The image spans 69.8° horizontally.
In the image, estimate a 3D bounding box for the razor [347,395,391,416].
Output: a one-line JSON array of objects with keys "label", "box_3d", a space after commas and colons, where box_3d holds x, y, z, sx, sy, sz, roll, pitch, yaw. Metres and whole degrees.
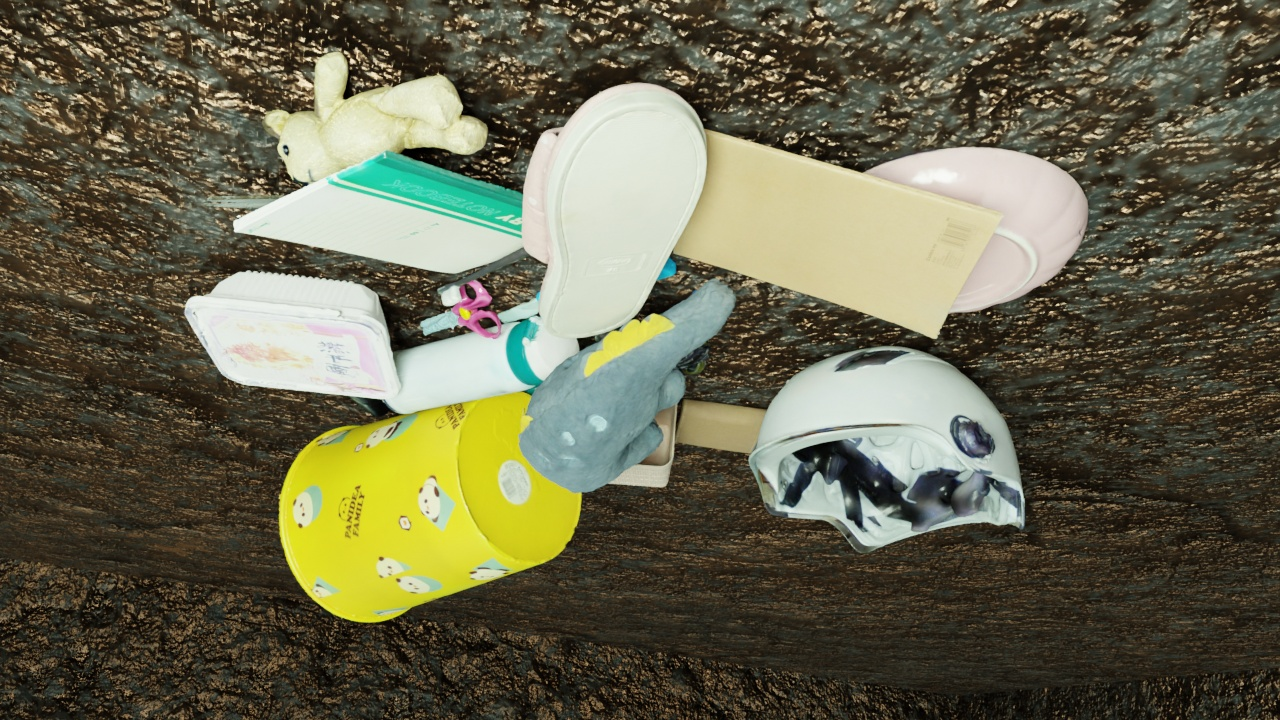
[{"label": "razor", "box_3d": [-0.302, 0.022, 0.988, 0.067, 0.062, 0.168, 34, 163, 11]}]

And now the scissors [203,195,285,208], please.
[{"label": "scissors", "box_3d": [-0.212, -0.108, 0.649, 0.173, 0.014, 0.142, -12, 175, -1]}]

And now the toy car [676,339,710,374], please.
[{"label": "toy car", "box_3d": [-0.005, 0.005, 0.877, 0.158, 0.042, 0.070, -17, 173, 35]}]

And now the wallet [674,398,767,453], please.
[{"label": "wallet", "box_3d": [0.099, 0.076, 1.034, 0.115, 0.033, 0.090, 7, 152, -1]}]

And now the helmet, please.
[{"label": "helmet", "box_3d": [0.227, 0.067, 0.856, 0.258, 0.145, 0.230, 29, 145, -26]}]

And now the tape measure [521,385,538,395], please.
[{"label": "tape measure", "box_3d": [-0.102, 0.034, 0.992, 0.058, 0.025, 0.055, 17, 153, -25]}]

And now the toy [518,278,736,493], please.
[{"label": "toy", "box_3d": [-0.036, 0.050, 0.807, 0.137, 0.091, 0.357, -16, 156, -30]}]

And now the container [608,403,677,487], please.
[{"label": "container", "box_3d": [-0.006, 0.088, 1.017, 0.090, 0.089, 0.111, 4, 158, 3]}]

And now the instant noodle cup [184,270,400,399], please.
[{"label": "instant noodle cup", "box_3d": [-0.311, -0.028, 0.851, 0.173, 0.060, 0.138, 5, 147, -2]}]

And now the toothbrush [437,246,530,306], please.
[{"label": "toothbrush", "box_3d": [-0.115, -0.075, 0.745, 0.015, 0.018, 0.182, -10, 174, -43]}]

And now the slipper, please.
[{"label": "slipper", "box_3d": [-0.026, -0.098, 0.637, 0.114, 0.054, 0.275, -12, 156, -15]}]

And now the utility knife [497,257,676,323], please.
[{"label": "utility knife", "box_3d": [-0.057, -0.059, 0.796, 0.203, 0.018, 0.034, -15, 149, 40]}]

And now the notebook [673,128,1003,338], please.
[{"label": "notebook", "box_3d": [0.123, -0.087, 0.638, 0.211, 0.012, 0.150, 19, 155, 11]}]

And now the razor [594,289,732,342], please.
[{"label": "razor", "box_3d": [0.013, -0.032, 0.833, 0.143, 0.022, 0.042, -14, 147, 37]}]

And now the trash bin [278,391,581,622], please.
[{"label": "trash bin", "box_3d": [-0.218, 0.152, 1.000, 0.256, 0.229, 0.229, -19, 146, 33]}]

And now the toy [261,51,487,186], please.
[{"label": "toy", "box_3d": [-0.167, -0.143, 0.582, 0.157, 0.066, 0.105, -2, 150, 30]}]

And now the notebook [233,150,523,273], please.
[{"label": "notebook", "box_3d": [-0.152, -0.099, 0.655, 0.151, 0.012, 0.208, -13, 169, 32]}]

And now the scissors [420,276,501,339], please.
[{"label": "scissors", "box_3d": [-0.169, -0.036, 0.847, 0.136, 0.017, 0.064, -18, 105, 50]}]

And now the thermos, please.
[{"label": "thermos", "box_3d": [-0.156, 0.006, 0.882, 0.225, 0.073, 0.073, -11, 150, 36]}]

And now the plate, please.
[{"label": "plate", "box_3d": [0.222, -0.080, 0.668, 0.192, 0.039, 0.193, 5, 155, 2]}]
